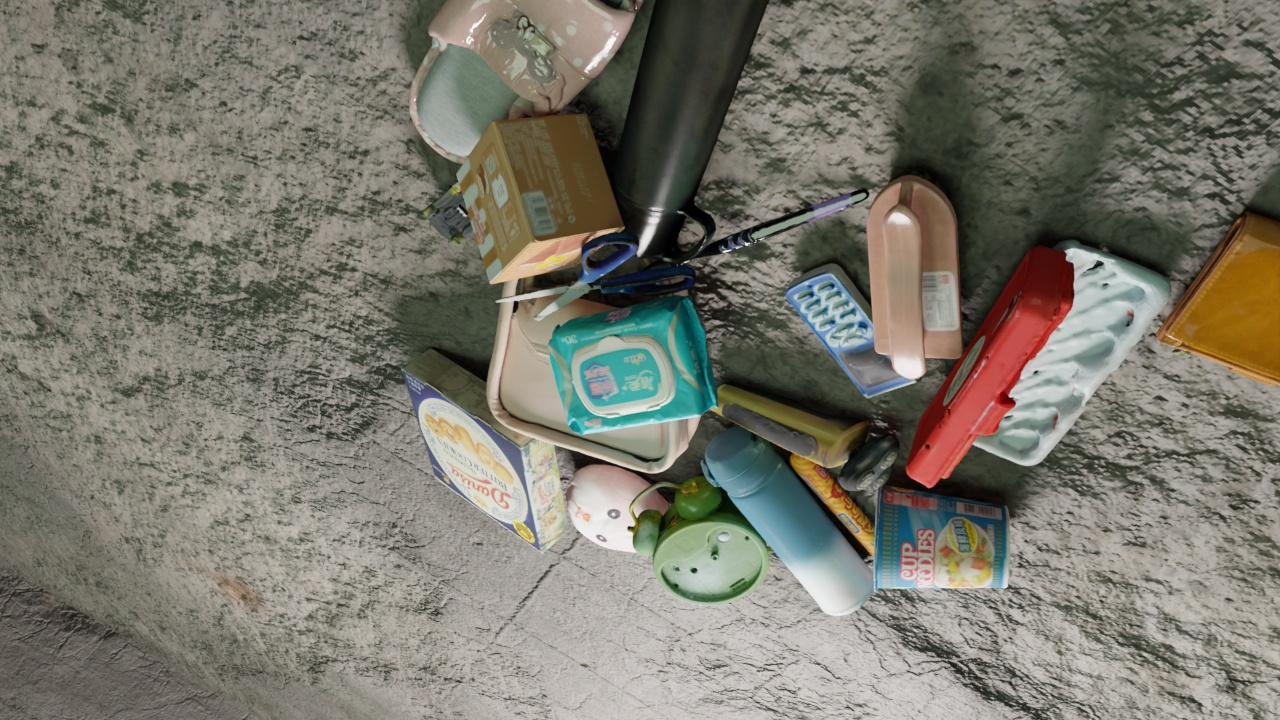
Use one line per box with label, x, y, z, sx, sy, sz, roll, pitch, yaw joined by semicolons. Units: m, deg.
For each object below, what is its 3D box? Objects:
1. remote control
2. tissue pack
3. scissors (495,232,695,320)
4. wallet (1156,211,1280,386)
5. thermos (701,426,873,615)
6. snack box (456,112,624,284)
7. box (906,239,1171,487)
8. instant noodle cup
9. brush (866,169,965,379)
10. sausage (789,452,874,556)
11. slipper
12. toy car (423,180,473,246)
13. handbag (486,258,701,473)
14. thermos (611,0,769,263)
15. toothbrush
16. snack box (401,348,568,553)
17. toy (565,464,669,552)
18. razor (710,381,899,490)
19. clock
remote control;0.168;-0.022;0.722;0.049;0.024;0.125;-23;116;43
tissue pack;-0.004;0.004;0.738;0.134;0.050;0.093;-12;105;23
scissors;-0.039;-0.062;0.707;0.162;0.012;0.163;0;160;2
wallet;0.411;-0.021;0.575;0.131;0.035;0.119;23;138;11
thermos;0.142;0.153;0.881;0.070;0.070;0.220;-20;118;41
snack box;-0.077;-0.120;0.685;0.095;0.076;0.092;-27;80;59
box;0.274;0.019;0.648;0.100;0.094;0.202;25;137;10
instant noodle cup;0.262;0.157;0.800;0.110;0.099;0.099;1;132;18
brush;0.190;-0.060;0.637;0.063;0.072;0.146;6;131;27
sausage;0.192;0.139;0.869;0.022;0.021;0.165;-25;116;43
slipper;-0.092;-0.224;0.650;0.114;0.054;0.275;44;138;-15
toy car;-0.148;-0.133;0.785;0.091;0.036;0.043;-26;116;42
handbag;-0.037;-0.027;0.804;0.193;0.093;0.235;13;127;16
thermos;0.036;-0.168;0.620;0.090;0.068;0.243;36;142;14
toothbrush;0.080;-0.092;0.688;0.189;0.016;0.014;-17;105;27
snack box;-0.163;0.098;0.979;0.178;0.045;0.183;28;142;30
toy;-0.005;0.168;0.992;0.159;0.054;0.122;21;136;0
razor;0.138;0.062;0.798;0.167;0.067;0.062;23;137;18
clock;0.058;0.179;0.929;0.116;0.056;0.161;-39;114;21
